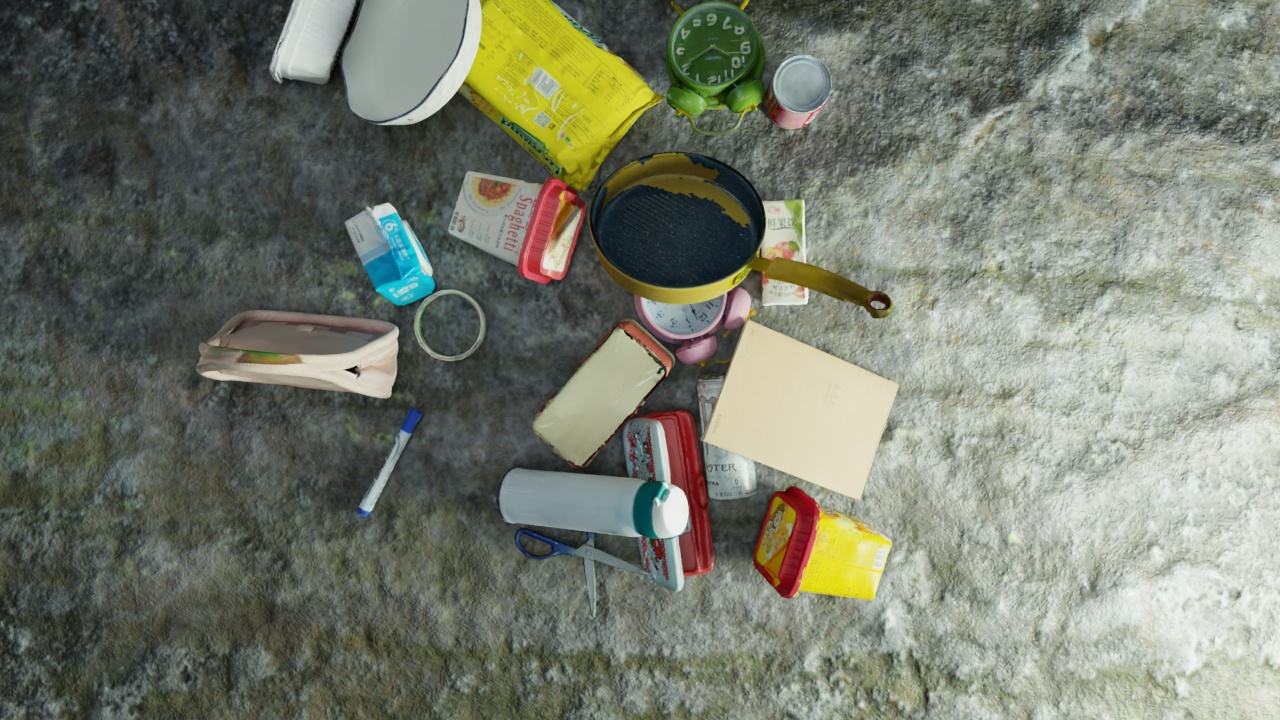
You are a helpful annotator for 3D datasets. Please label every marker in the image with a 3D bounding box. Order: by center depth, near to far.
[{"bbox_3d":[-0.306,0.125,1.119,0.017,0.017,0.146,28,93,0],"label":"marker"}]

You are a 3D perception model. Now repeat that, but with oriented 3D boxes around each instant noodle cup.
[{"bbox_3d":[-0.363,-0.394,1.049,0.060,0.138,0.173,20,93,-21],"label":"instant noodle cup"},{"bbox_3d":[-0.143,-0.160,1.060,0.124,0.116,0.116,18,93,12],"label":"instant noodle cup"},{"bbox_3d":[0.212,0.219,1.067,0.123,0.116,0.116,16,93,-11],"label":"instant noodle cup"}]

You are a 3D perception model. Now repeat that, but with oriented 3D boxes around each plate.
[{"bbox_3d":[-0.257,-0.359,1.038,0.205,0.045,0.204,-9,75,33],"label":"plate"}]

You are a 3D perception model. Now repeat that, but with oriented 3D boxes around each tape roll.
[{"bbox_3d":[-0.230,-0.042,1.111,0.086,0.014,0.086,0,93,2],"label":"tape roll"}]

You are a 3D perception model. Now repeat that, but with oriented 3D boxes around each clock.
[{"bbox_3d":[0.085,-0.338,1.058,0.116,0.056,0.161,-3,87,9],"label":"clock"},{"bbox_3d":[0.063,-0.063,1.078,0.158,0.060,0.117,45,94,-2],"label":"clock"}]

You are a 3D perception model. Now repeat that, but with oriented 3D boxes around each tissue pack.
[{"bbox_3d":[-0.281,-0.119,1.049,0.063,0.140,0.090,-25,86,-6],"label":"tissue pack"}]

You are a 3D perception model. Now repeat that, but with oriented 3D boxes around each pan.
[{"bbox_3d":[0.106,-0.121,0.998,0.357,0.078,0.197,32,64,17],"label":"pan"}]

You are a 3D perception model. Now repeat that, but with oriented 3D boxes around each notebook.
[{"bbox_3d":[0.189,0.059,1.070,0.211,0.012,0.149,22,85,-14],"label":"notebook"}]

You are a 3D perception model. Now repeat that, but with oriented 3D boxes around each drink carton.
[{"bbox_3d":[0.169,-0.126,1.079,0.053,0.045,0.122,-2,91,12],"label":"drink carton"}]

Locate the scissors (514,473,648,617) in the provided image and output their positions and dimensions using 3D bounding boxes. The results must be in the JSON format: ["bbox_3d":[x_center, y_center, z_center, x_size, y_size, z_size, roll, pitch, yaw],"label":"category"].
[{"bbox_3d":[-0.068,0.218,1.102,0.174,0.012,0.162,14,83,14],"label":"scissors"}]

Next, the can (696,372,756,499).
[{"bbox_3d":[0.102,0.088,1.084,0.058,0.058,0.146,-6,93,2],"label":"can"}]

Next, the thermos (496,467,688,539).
[{"bbox_3d":[-0.054,0.164,1.040,0.225,0.073,0.073,1,93,30],"label":"thermos"}]

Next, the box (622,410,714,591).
[{"bbox_3d":[0.031,0.163,1.071,0.095,0.098,0.201,-8,93,3],"label":"box"}]

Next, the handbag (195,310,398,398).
[{"bbox_3d":[-0.385,-0.003,1.006,0.193,0.234,0.093,6,94,1],"label":"handbag"}]

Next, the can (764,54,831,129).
[{"bbox_3d":[0.178,-0.304,1.048,0.066,0.094,0.066,0,92,1],"label":"can"}]

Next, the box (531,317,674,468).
[{"bbox_3d":[-0.047,0.038,1.060,0.091,0.077,0.168,42,106,-1],"label":"box"}]

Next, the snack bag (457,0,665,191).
[{"bbox_3d":[-0.113,-0.329,1.069,0.246,0.068,0.158,41,93,-1],"label":"snack bag"}]
